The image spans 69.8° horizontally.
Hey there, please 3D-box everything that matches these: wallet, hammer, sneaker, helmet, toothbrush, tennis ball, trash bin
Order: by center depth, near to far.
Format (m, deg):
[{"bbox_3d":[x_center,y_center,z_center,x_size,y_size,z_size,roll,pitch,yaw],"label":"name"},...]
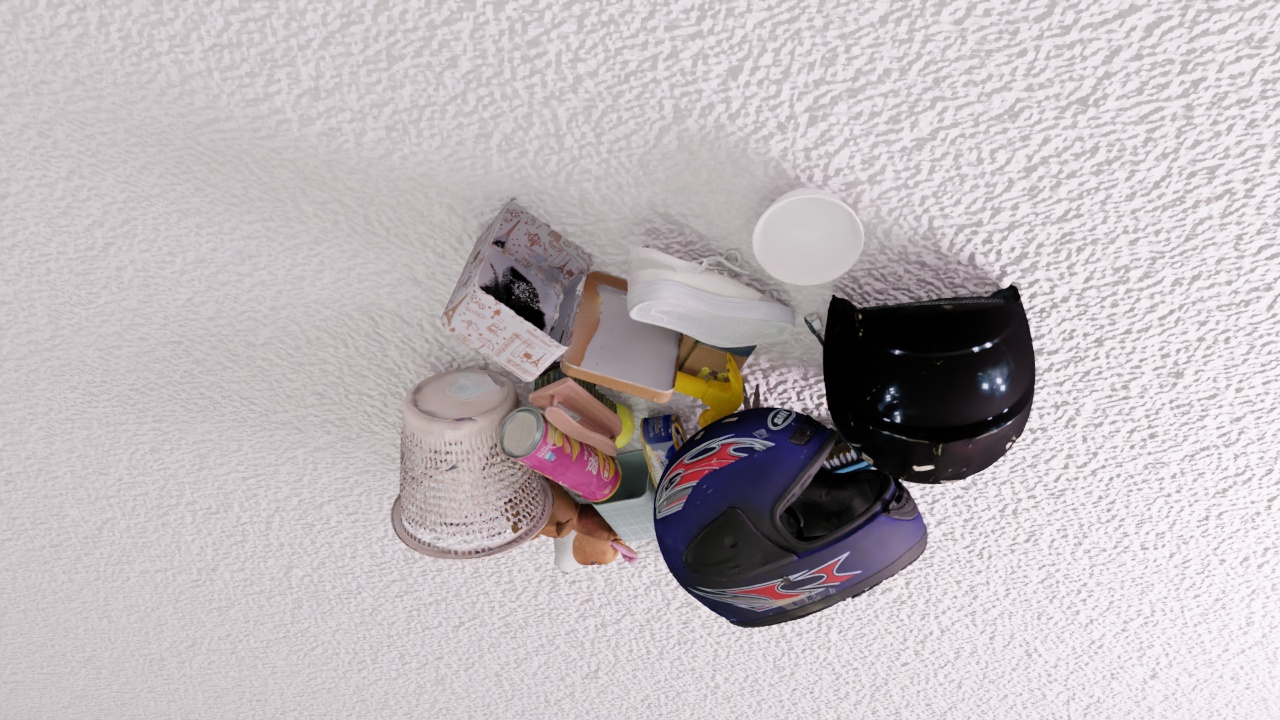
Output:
[{"bbox_3d":[0.329,0.032,1.056,0.234,0.229,0.275,-2,151,13],"label":"helmet"},{"bbox_3d":[0.081,-0.079,1.077,0.241,0.090,0.090,12,152,-37],"label":"sneaker"},{"bbox_3d":[0.164,0.176,1.142,0.316,0.246,0.240,-26,97,27],"label":"helmet"},{"bbox_3d":[-0.007,0.007,1.155,0.300,0.032,0.129,19,137,-13],"label":"hammer"},{"bbox_3d":[0.256,0.006,1.173,0.018,0.015,0.181,-27,123,18],"label":"toothbrush"},{"bbox_3d":[0.087,0.001,1.186,0.090,0.033,0.116,18,136,-9],"label":"wallet"},{"bbox_3d":[-0.235,0.126,1.247,0.227,0.227,0.192,3,120,6],"label":"trash bin"},{"bbox_3d":[-0.040,0.090,1.262,0.065,0.065,0.066,5,132,5],"label":"tennis ball"}]

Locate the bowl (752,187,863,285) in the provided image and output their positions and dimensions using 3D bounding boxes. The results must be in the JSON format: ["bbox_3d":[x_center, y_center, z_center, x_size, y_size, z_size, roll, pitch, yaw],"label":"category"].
[{"bbox_3d":[0.183,-0.149,1.010,0.118,0.064,0.118,5,133,5],"label":"bowl"}]

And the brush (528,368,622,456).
[{"bbox_3d":[-0.074,0.070,1.168,0.063,0.073,0.145,-25,139,23],"label":"brush"}]

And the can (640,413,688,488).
[{"bbox_3d":[0.042,0.137,1.287,0.049,0.074,0.148,-10,129,13],"label":"can"}]

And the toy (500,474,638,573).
[{"bbox_3d":[-0.108,0.258,1.392,0.199,0.140,0.130,23,92,-22],"label":"toy"}]

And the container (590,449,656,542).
[{"bbox_3d":[-0.007,0.204,1.346,0.090,0.089,0.111,-13,131,20],"label":"container"}]

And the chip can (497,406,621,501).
[{"bbox_3d":[-0.104,0.129,1.221,0.071,0.071,0.210,-15,152,21],"label":"chip can"}]

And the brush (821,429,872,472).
[{"bbox_3d":[0.269,0.137,1.261,0.144,0.055,0.073,-22,124,26],"label":"brush"}]

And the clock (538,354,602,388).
[{"bbox_3d":[-0.102,0.007,1.203,0.082,0.055,0.122,-31,124,32],"label":"clock"}]

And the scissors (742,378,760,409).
[{"bbox_3d":[0.150,0.100,1.265,0.168,0.014,0.157,52,142,-6],"label":"scissors"}]

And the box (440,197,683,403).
[{"bbox_3d":[-0.076,-0.053,1.062,0.260,0.178,0.105,33,129,-19],"label":"box"}]
